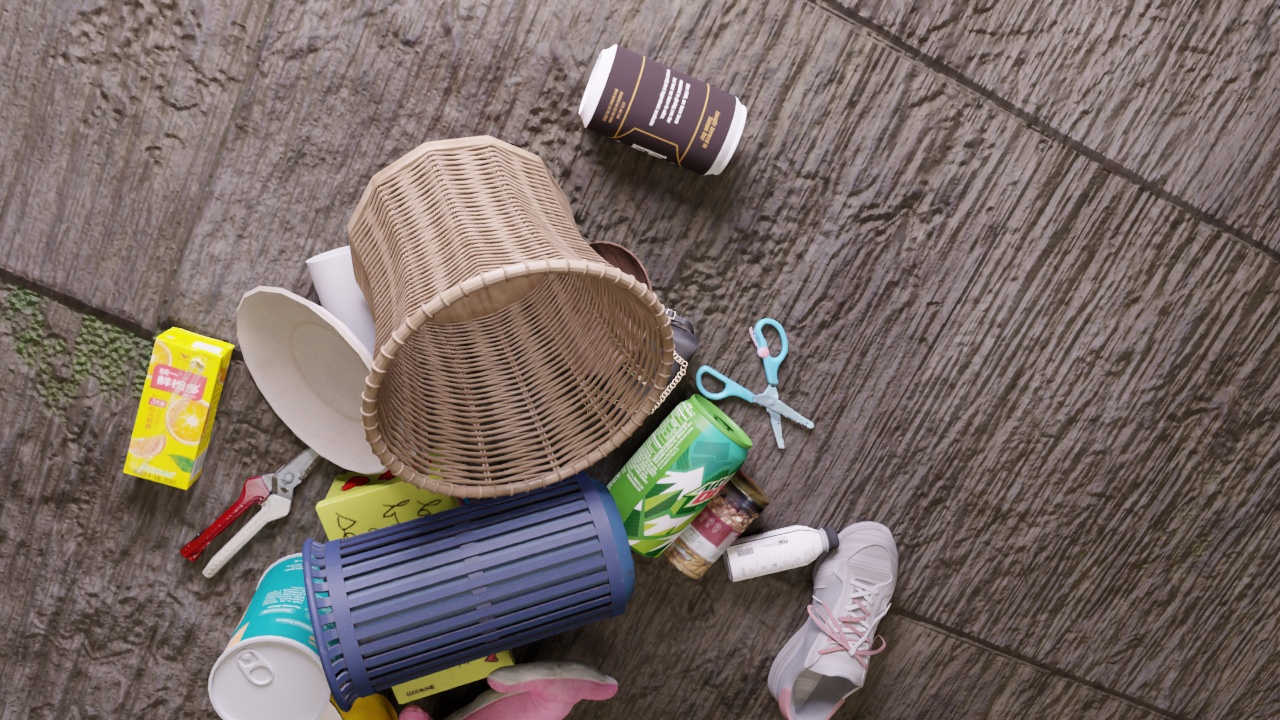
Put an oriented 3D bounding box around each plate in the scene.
[{"bbox_3d":[-0.270,0.015,0.788,0.189,0.027,0.189,21,132,24],"label":"plate"}]

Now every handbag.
[{"bbox_3d":[-0.005,0.005,0.855,0.079,0.054,0.129,35,104,-4],"label":"handbag"}]

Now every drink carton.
[{"bbox_3d":[-0.412,0.042,0.818,0.058,0.043,0.135,19,104,-11],"label":"drink carton"}]

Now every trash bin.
[{"bbox_3d":[-0.138,0.184,0.770,0.249,0.139,0.139,-14,109,-14],"label":"trash bin"}]

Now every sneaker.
[{"bbox_3d":[0.207,0.283,0.941,0.099,0.089,0.236,18,105,-12],"label":"sneaker"}]

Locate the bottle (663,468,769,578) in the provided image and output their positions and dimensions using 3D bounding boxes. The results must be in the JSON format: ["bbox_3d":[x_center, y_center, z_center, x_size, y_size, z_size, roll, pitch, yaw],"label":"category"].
[{"bbox_3d":[0.072,0.159,0.904,0.056,0.056,0.105,38,100,-16],"label":"bottle"}]

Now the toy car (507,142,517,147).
[{"bbox_3d":[-0.132,-0.149,0.783,0.100,0.051,0.049,-15,126,-8],"label":"toy car"}]

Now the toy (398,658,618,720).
[{"bbox_3d":[-0.139,0.388,0.894,0.186,0.127,0.266,24,121,-41],"label":"toy"}]

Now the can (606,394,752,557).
[{"bbox_3d":[0.032,0.109,0.869,0.083,0.083,0.144,38,100,-16],"label":"can"}]

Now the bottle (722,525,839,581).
[{"bbox_3d":[0.143,0.192,0.931,0.116,0.041,0.041,-12,108,-3],"label":"bottle"}]

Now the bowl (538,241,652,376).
[{"bbox_3d":[-0.034,-0.044,0.819,0.119,0.032,0.119,-4,83,30],"label":"bowl"}]

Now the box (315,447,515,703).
[{"bbox_3d":[-0.208,0.202,0.875,0.124,0.079,0.221,-14,110,-2],"label":"box"}]

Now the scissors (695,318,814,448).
[{"bbox_3d":[0.108,0.032,0.891,0.118,0.015,0.139,-15,103,-1],"label":"scissors"}]

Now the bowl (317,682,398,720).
[{"bbox_3d":[-0.283,0.372,0.912,0.067,0.117,0.117,-12,115,-47],"label":"bowl"}]

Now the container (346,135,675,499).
[{"bbox_3d":[-0.115,-0.041,0.709,0.226,0.196,0.227,-16,138,-15],"label":"container"}]

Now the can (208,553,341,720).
[{"bbox_3d":[-0.321,0.256,0.843,0.099,0.144,0.099,-2,108,-6],"label":"can"}]

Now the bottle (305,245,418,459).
[{"bbox_3d":[-0.238,-0.003,0.818,0.052,0.052,0.195,-15,109,-2],"label":"bottle"}]

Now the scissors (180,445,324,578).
[{"bbox_3d":[-0.359,0.128,0.867,0.140,0.015,0.189,14,104,-10],"label":"scissors"}]

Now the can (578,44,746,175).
[{"bbox_3d":[0.018,-0.209,0.773,0.128,0.072,0.072,19,104,-12],"label":"can"}]
